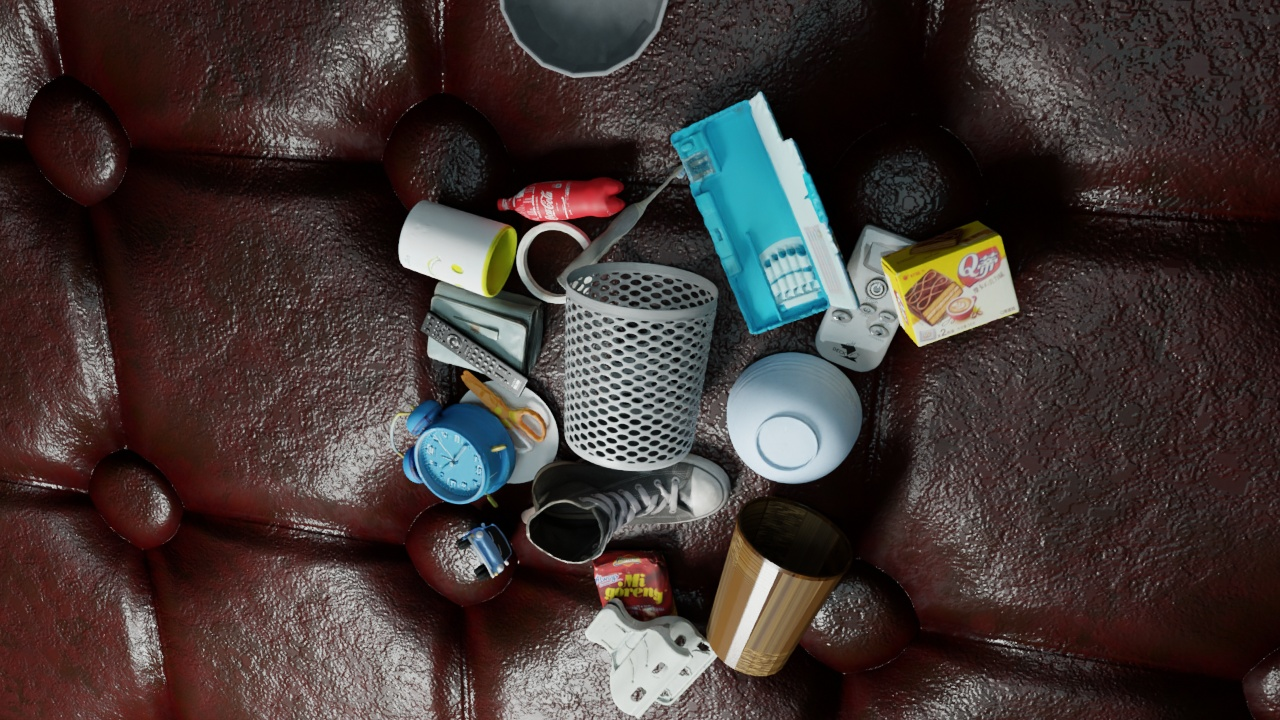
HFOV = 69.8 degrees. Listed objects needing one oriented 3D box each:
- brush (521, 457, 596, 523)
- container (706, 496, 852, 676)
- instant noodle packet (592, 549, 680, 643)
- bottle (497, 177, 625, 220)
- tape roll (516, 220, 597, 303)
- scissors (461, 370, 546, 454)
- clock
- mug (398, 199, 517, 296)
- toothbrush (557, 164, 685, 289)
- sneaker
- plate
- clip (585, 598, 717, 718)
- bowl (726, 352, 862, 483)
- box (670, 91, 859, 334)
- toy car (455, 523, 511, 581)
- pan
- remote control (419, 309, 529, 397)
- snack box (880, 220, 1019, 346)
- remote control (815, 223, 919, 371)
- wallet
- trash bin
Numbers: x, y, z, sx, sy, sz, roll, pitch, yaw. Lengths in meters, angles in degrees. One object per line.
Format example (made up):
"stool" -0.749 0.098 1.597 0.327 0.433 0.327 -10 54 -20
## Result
"brush" -0.097 0.167 1.128 0.136 0.015 0.050 -36 97 22
"container" 0.147 0.261 1.042 0.132 0.132 0.168 21 118 7
"instant noodle packet" -0.005 0.296 1.137 0.099 0.039 0.135 -5 108 23
"bottle" -0.088 -0.174 0.996 0.142 0.041 0.042 -1 108 15
"tape roll" -0.094 -0.111 1.035 0.093 0.013 0.093 5 110 14
"scissors" -0.170 0.060 1.100 0.128 0.013 0.065 42 113 -3
"clock" -0.229 0.109 1.104 0.161 0.060 0.117 18 118 17
"mug" -0.202 -0.125 1.020 0.106 0.082 0.083 19 112 8
"toothbrush" -0.021 -0.145 0.991 0.186 0.022 0.024 -44 125 15
"sneaker" -0.013 0.166 1.045 0.235 0.119 0.095 2 109 1
"plate" -0.163 0.086 1.120 0.135 0.011 0.135 5 109 13
"clip" 0.002 0.356 1.092 0.152 0.104 0.127 31 115 -9
"bowl" 0.162 0.074 0.991 0.151 0.074 0.151 6 114 13
"box" 0.137 -0.150 0.921 0.172 0.084 0.227 -12 104 53
"toy car" -0.187 0.228 1.114 0.054 0.153 0.056 -32 89 -15
"pan" -0.106 -0.447 0.908 0.179 0.041 0.357 -34 97 22
"remote control" -0.189 -0.008 1.046 0.140 0.009 0.030 34 125 3
"snack box" 0.304 -0.076 0.903 0.106 0.061 0.083 -21 110 7
"remote control" 0.240 -0.062 0.961 0.074 0.019 0.151 23 112 6
"wallet" -0.183 -0.034 1.066 0.132 0.054 0.100 15 111 15
"trash bin" -0.006 0.006 0.977 0.156 0.156 0.183 10 113 11
